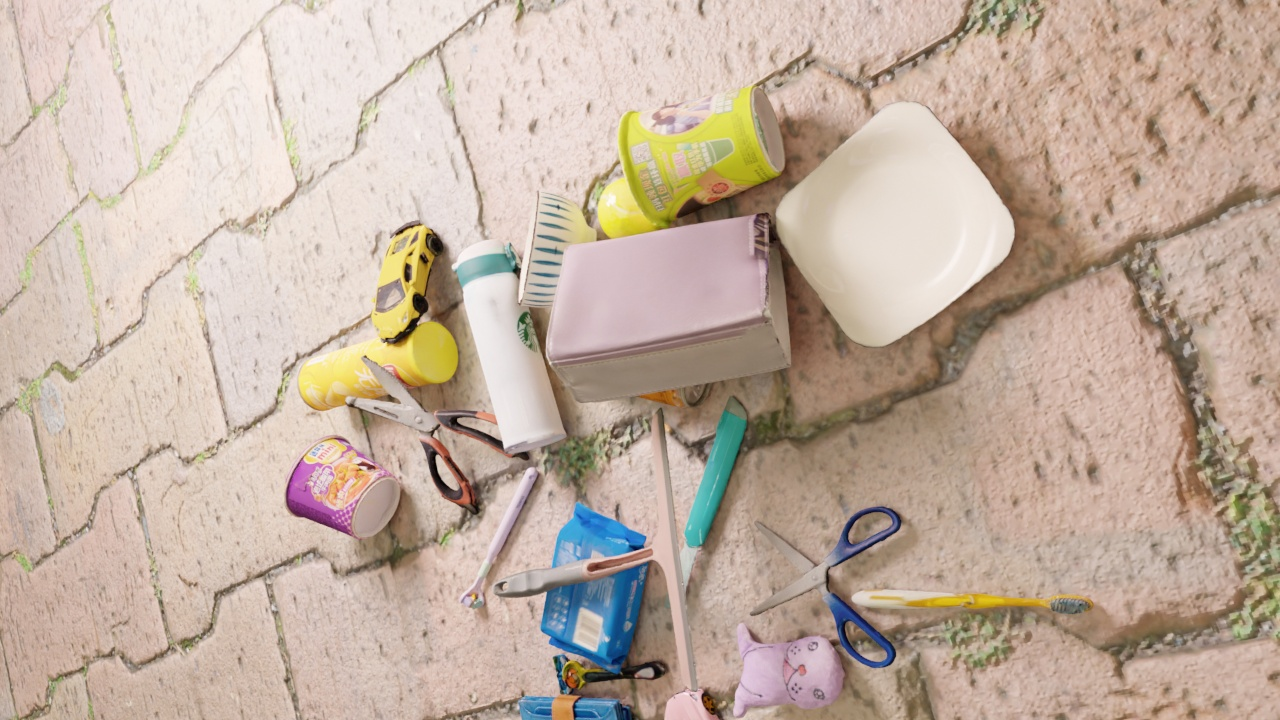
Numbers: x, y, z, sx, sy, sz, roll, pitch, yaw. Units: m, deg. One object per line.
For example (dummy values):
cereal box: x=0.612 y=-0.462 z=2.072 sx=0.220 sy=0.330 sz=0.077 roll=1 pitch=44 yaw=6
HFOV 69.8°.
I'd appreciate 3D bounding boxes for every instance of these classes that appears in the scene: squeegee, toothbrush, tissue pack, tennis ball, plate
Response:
squeegee: x=-0.048 y=0.198 z=0.876 sx=0.250 sy=0.040 sz=0.247 roll=-22 pitch=64 yaw=35
toothbrush: x=0.262 y=0.196 z=0.744 sx=0.192 sy=0.018 sz=0.016 roll=-8 pitch=86 yaw=34
tissue pack: x=-0.044 y=0.229 z=0.929 sx=0.095 sy=0.052 sz=0.157 roll=16 pitch=101 yaw=30
tennis ball: x=-0.009 y=-0.144 z=0.882 sx=0.066 sy=0.065 sz=0.065 roll=1 pitch=93 yaw=33
plate: x=0.208 y=-0.109 z=0.758 sx=0.165 sy=0.034 sz=0.163 roll=-40 pitch=71 yaw=28
toothbrush: x=-0.156 y=0.198 z=1.021 sx=0.189 sy=0.029 sz=0.021 roll=-64 pitch=24 yaw=17

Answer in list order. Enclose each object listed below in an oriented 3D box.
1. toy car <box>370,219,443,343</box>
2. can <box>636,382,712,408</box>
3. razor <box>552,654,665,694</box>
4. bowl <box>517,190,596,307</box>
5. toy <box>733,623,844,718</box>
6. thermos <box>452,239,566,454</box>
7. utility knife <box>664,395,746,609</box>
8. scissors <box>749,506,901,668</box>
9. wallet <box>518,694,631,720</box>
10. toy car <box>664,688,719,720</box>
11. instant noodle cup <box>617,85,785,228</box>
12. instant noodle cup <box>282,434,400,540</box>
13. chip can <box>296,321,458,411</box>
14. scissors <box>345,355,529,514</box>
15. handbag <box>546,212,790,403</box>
toy car: x=-0.269 y=-0.091 z=1.042 sx=0.071 sy=0.041 sz=0.155 roll=-18 pitch=53 yaw=30
can: x=-0.005 y=0.005 z=0.890 sx=0.146 sy=0.058 sz=0.058 roll=13 pitch=99 yaw=32
razor: x=-0.036 y=0.324 z=0.946 sx=0.143 sy=0.022 sz=0.042 roll=-15 pitch=86 yaw=33
bowl: x=-0.081 y=-0.107 z=0.919 sx=0.066 sy=0.116 sz=0.116 roll=9 pitch=99 yaw=-11
toy: x=0.132 y=0.277 z=0.823 sx=0.108 sy=0.039 sz=0.083 roll=-14 pitch=63 yaw=35
thermos: x=-0.139 y=-0.018 z=0.974 sx=0.073 sy=0.073 sz=0.224 roll=-23 pitch=79 yaw=32
utility knife: x=0.061 y=0.141 z=0.878 sx=0.029 sy=0.013 sz=0.223 roll=24 pitch=103 yaw=29
scissors: x=0.165 y=0.188 z=0.802 sx=0.173 sy=0.012 sz=0.162 roll=42 pitch=108 yaw=34
wallet: x=-0.064 y=0.402 z=0.960 sx=0.133 sy=0.040 sz=0.106 roll=-11 pitch=90 yaw=33
toy car: x=0.063 y=0.375 z=0.874 sx=0.056 sy=0.037 sz=0.122 roll=-41 pitch=69 yaw=26
instant noodle cup: x=0.059 y=-0.186 z=0.816 sx=0.124 sy=0.111 sz=0.111 roll=-13 pitch=85 yaw=26
instant noodle cup: x=-0.352 y=0.157 z=1.102 sx=0.099 sy=0.111 sz=0.112 roll=21 pitch=103 yaw=22
chip can: x=-0.315 y=0.010 z=1.087 sx=0.214 sy=0.072 sz=0.072 roll=-13 pitch=85 yaw=33
scissors: x=-0.227 y=0.079 z=1.024 sx=0.189 sy=0.015 sz=0.227 roll=-18 pitch=105 yaw=22
handbag: x=0.026 y=-0.048 z=0.809 sx=0.197 sy=0.098 sz=0.144 roll=-9 pitch=55 yaw=18
